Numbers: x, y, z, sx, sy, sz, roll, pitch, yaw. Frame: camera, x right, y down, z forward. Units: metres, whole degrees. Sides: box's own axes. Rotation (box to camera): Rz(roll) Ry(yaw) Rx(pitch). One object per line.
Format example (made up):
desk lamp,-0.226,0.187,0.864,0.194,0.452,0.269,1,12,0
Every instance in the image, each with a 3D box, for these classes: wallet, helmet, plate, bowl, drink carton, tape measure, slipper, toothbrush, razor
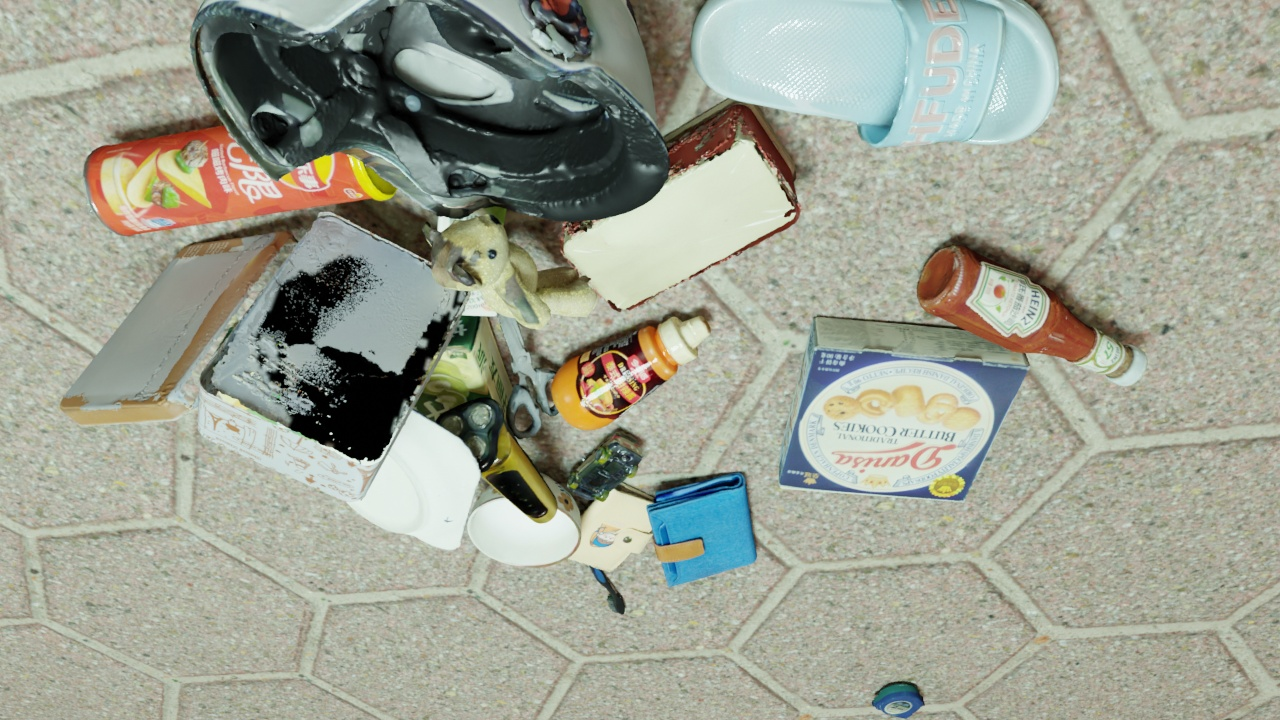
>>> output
wallet,-0.027,0.180,0.971,0.087,0.024,0.115,24,121,-27
helmet,-0.113,-0.193,0.551,0.273,0.156,0.231,8,166,-21
plate,-0.217,0.093,0.774,0.163,0.034,0.165,32,135,9
bowl,-0.114,0.153,0.931,0.113,0.062,0.114,2,130,2
drink carton,-0.134,-0.094,0.722,0.053,0.045,0.123,2,134,-12
tape measure,0.334,0.437,1.182,0.058,0.025,0.055,20,128,-19
slipper,0.155,-0.192,0.598,0.245,0.074,0.104,7,131,-1
toothbrush,-0.054,0.231,1.030,0.016,0.014,0.190,6,137,33
razor,-0.118,0.096,0.804,0.062,0.067,0.167,-23,138,6
wallet,0.065,0.178,0.953,0.106,0.040,0.133,-15,131,-2

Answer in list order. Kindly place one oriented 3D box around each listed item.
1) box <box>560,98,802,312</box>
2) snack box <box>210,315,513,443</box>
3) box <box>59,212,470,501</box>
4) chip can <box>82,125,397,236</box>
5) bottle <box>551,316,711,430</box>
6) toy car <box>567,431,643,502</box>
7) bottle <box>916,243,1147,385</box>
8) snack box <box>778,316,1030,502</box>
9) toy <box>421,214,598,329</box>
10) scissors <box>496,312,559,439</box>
box,0.027,-0.109,0.676,0.169,0.079,0.091,-26,126,24
snack box,-0.244,0.019,0.817,0.240,0.063,0.115,-5,134,7
box,-0.276,-0.015,0.676,0.274,0.178,0.126,13,143,10
chip can,-0.291,-0.140,0.674,0.217,0.073,0.073,-6,131,9
bottle,-0.005,0.005,0.796,0.150,0.066,0.067,-30,124,18
toy car,-0.036,0.106,0.902,0.042,0.035,0.091,30,127,-20
bottle,0.321,-0.030,0.742,0.206,0.059,0.060,22,129,-16
snack box,0.228,0.050,0.829,0.178,0.045,0.183,5,131,0
toy,-0.089,-0.063,0.667,0.066,0.105,0.157,-53,150,14
scissors,-0.108,0.007,0.784,0.136,0.014,0.174,-60,148,4
